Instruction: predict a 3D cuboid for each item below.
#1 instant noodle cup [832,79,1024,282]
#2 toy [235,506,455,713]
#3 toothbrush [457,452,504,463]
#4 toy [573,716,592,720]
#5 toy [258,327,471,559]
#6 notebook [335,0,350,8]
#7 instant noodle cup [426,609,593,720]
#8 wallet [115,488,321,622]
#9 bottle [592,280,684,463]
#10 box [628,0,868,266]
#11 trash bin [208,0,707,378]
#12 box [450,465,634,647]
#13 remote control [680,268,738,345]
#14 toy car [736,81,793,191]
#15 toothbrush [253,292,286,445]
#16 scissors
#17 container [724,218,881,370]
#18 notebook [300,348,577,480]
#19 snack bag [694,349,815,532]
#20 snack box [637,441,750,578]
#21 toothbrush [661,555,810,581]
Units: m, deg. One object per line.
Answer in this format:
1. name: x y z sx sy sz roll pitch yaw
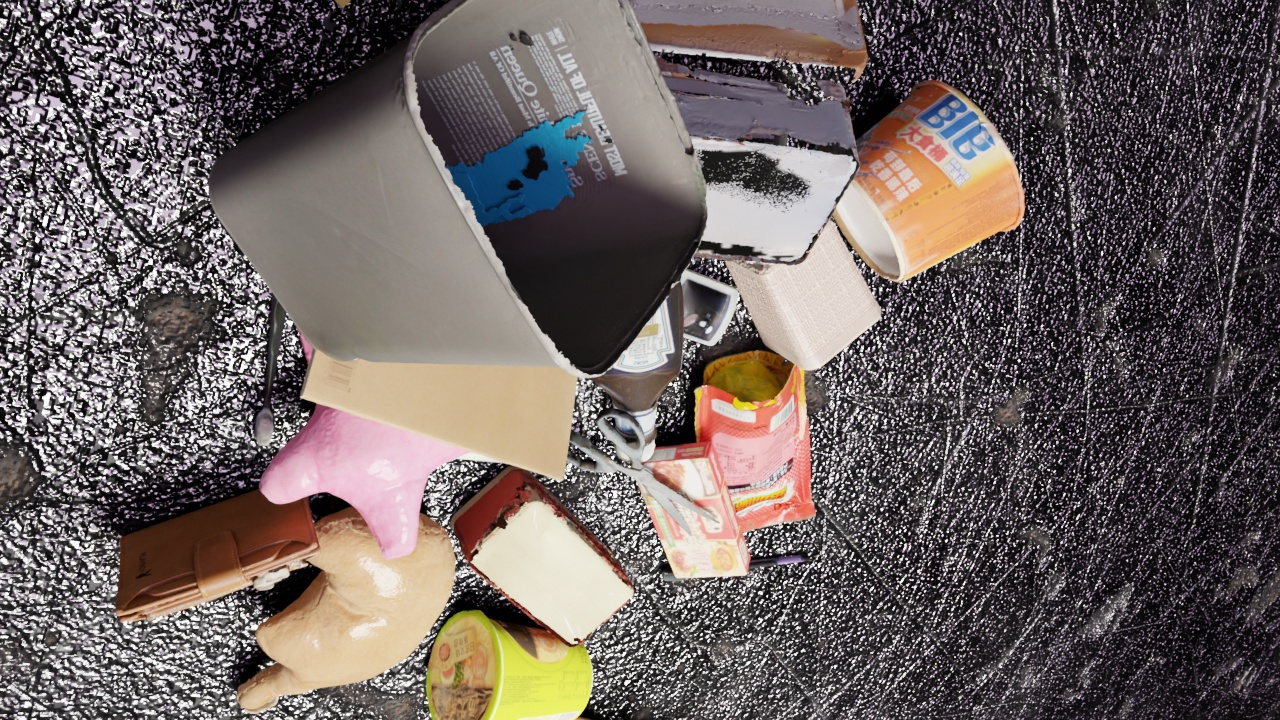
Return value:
1. instant noodle cup: 0.235 -0.146 0.790 0.111 0.151 0.151 -34 124 0
2. toy: -0.240 0.216 0.751 0.143 0.082 0.226 24 105 -33
3. toothbrush: -0.172 0.071 0.751 0.189 0.029 0.020 11 149 -32
4. toy: -0.040 0.430 0.933 0.199 0.130 0.140 33 101 -25
5. toy: -0.182 0.050 0.684 0.178 0.075 0.194 9 82 -29
6. notebook: -0.208 -0.341 0.543 0.146 0.010 0.206 -47 125 -1
7. instant noodle cup: -0.113 0.288 0.837 0.123 0.112 0.112 19 103 -42
8. wallet: -0.302 0.134 0.658 0.131 0.108 0.031 -19 118 -19
9. bottle: -0.005 0.005 0.775 0.080 0.044 0.195 -5 127 -8
10. box: 0.054 -0.193 0.687 0.180 0.205 0.158 1 155 -11
11. trash bin: -0.110 -0.102 0.549 0.198 0.220 0.199 -54 127 -41
12. box: -0.080 0.179 0.813 0.091 0.077 0.168 -42 125 -4
13. remote control: 0.018 -0.057 0.788 0.150 0.021 0.058 17 104 -32
14. toy car: 0.099 -0.186 0.761 0.042 0.035 0.090 -7 117 -26
15. toothbrush: -0.263 -0.021 0.662 0.015 0.018 0.181 5 109 -26
16. scissors: 0.001 0.100 0.813 0.163 0.014 0.166 11 135 4
17. container: 0.139 -0.069 0.806 0.090 0.090 0.111 -38 121 -7
18. notebook: -0.133 -0.009 0.681 0.211 0.012 0.149 23 61 -34
19. snack bag: 0.109 0.094 0.884 0.128 0.073 0.208 -17 128 -12
20. snack box: 0.050 0.145 0.872 0.075 0.025 0.153 -7 123 20
21. toothbrush: 0.103 0.217 0.966 0.188 0.014 0.017 1 119 -28
